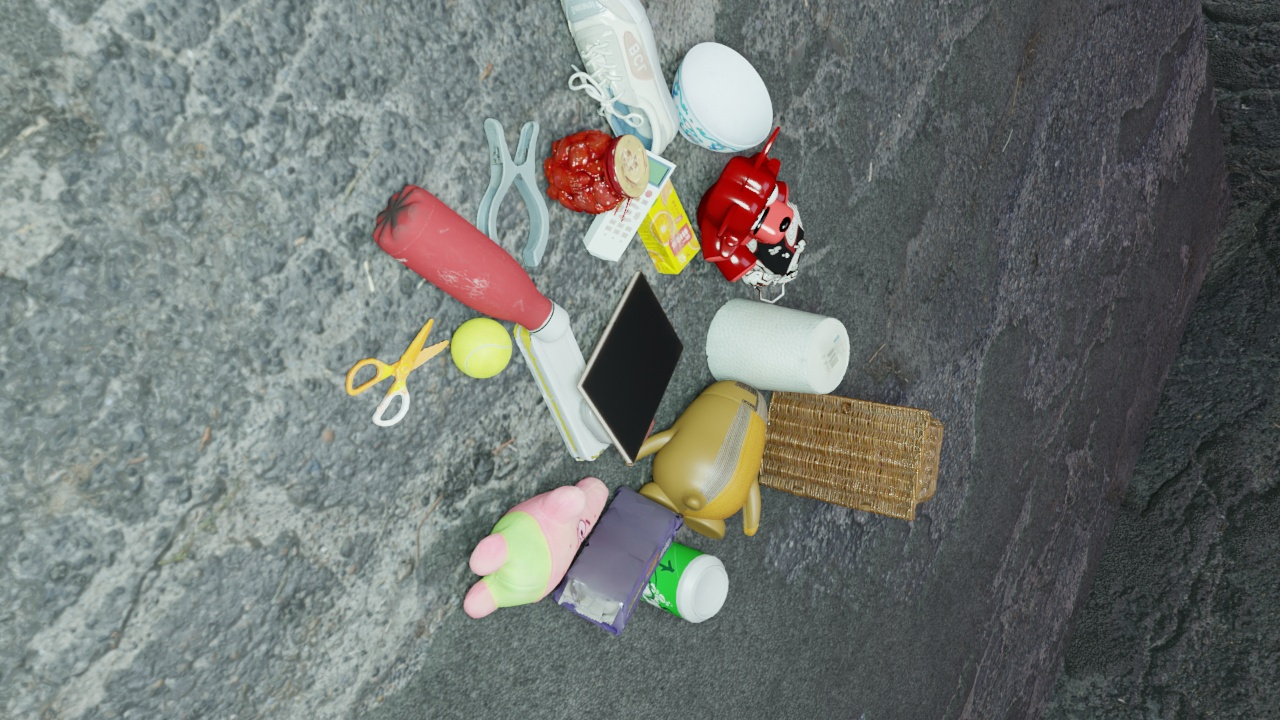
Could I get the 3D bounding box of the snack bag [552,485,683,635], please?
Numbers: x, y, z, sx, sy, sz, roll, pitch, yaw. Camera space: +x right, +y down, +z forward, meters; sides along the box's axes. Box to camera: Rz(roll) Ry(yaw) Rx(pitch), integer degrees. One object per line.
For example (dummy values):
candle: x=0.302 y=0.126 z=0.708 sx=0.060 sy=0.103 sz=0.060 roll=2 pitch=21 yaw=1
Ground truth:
snack bag: x=-0.022 y=0.237 z=1.129 sx=0.204 sy=0.096 sz=0.059 roll=-54 pitch=164 yaw=-50

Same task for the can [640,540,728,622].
can: x=0.040 y=0.284 z=1.208 sx=0.087 sy=0.140 sz=0.088 roll=-10 pitch=105 yaw=-44

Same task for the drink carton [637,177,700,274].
drink carton: x=0.026 y=-0.180 z=1.175 sx=0.058 sy=0.043 sz=0.135 roll=-49 pitch=129 yaw=-28

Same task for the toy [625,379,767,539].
toy: x=0.098 y=0.121 z=1.248 sx=0.198 sy=0.163 sz=0.203 roll=29 pitch=70 yaw=-3

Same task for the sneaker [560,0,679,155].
sneaker: x=-0.028 y=-0.331 z=1.055 sx=0.242 sy=0.090 sz=0.090 roll=60 pitch=42 yaw=-38

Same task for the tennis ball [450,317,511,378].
tennis ball: x=-0.172 y=-0.014 z=0.992 sx=0.065 sy=0.065 sz=0.065 roll=-10 pitch=105 yaw=-44

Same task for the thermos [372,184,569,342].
thermos: x=-0.166 y=-0.089 z=0.967 sx=0.240 sy=0.073 sz=0.073 roll=37 pitch=72 yaw=-38

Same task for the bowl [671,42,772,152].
bowl: x=0.090 y=-0.322 z=1.175 sx=0.143 sy=0.074 sz=0.143 roll=12 pitch=67 yaw=-31

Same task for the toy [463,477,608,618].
toy: x=-0.110 y=0.208 z=1.080 sx=0.236 sy=0.097 sz=0.192 roll=-34 pitch=152 yaw=-48

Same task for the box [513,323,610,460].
box: x=-0.088 y=0.031 z=1.110 sx=0.064 sy=0.033 sz=0.209 roll=-44 pitch=127 yaw=-34

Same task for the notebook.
notebook: x=-0.007 y=0.007 z=1.157 sx=0.141 sy=0.008 sz=0.208 roll=59 pitch=40 yaw=-34

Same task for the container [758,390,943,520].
container: x=0.339 y=0.137 z=1.421 sx=0.183 sy=0.250 sz=0.162 roll=5 pitch=94 yaw=-55

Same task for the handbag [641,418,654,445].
handbag: x=-0.029 y=0.061 z=1.181 sx=0.119 sy=0.029 sz=0.055 roll=50 pitch=58 yaw=-33

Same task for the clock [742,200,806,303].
clock: x=0.193 y=-0.159 z=1.323 sx=0.114 sy=0.065 sz=0.155 roll=-14 pitch=104 yaw=-44

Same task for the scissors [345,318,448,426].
scissors: x=-0.244 y=0.016 z=0.964 sx=0.132 sy=0.012 sz=0.097 roll=-34 pitch=121 yaw=-34

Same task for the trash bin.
trash bin: x=0.197 y=-0.016 z=1.292 sx=0.133 sy=0.162 sz=0.133 roll=-10 pitch=104 yaw=-44

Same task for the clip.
clip: x=-0.125 y=-0.187 z=1.035 sx=0.127 sy=0.028 sz=0.167 roll=-6 pitch=103 yaw=-46

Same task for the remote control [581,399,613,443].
remote control: x=-0.029 y=0.030 z=1.147 sx=0.074 sy=0.019 sz=0.150 roll=55 pitch=44 yaw=-38

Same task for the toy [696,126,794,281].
toy: x=0.135 y=-0.195 z=1.172 sx=0.158 sy=0.120 sz=0.197 roll=-58 pitch=176 yaw=-6

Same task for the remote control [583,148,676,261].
remote control: x=-0.018 y=-0.187 z=1.105 sx=0.049 sy=0.024 sz=0.143 roll=18 pitch=113 yaw=-38

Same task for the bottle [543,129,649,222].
bottle: x=-0.050 y=-0.211 z=1.043 sx=0.098 sy=0.111 sz=0.099 roll=1 pitch=89 yaw=-58
